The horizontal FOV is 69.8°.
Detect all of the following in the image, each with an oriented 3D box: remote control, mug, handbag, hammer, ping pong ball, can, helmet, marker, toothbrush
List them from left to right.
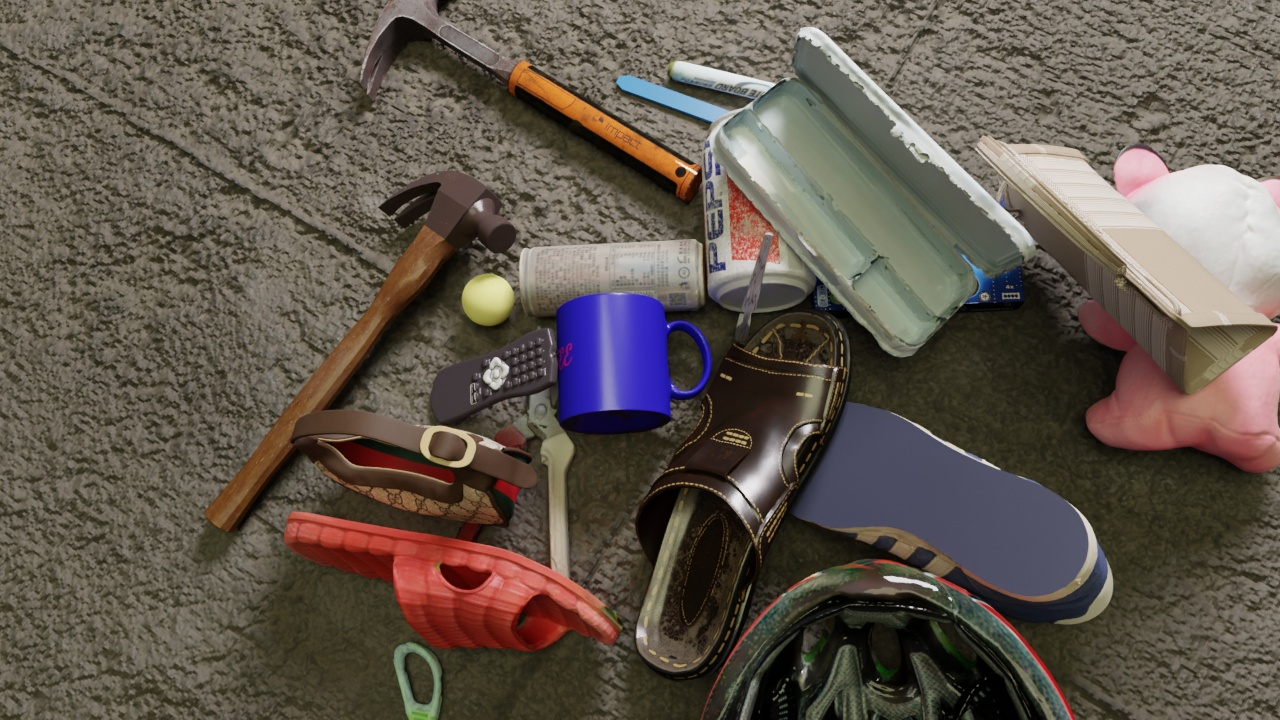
[{"bbox_3d":[-0.221,-0.008,0.699,0.115,0.033,0.323,35,86,35],"label":"hammer"},{"bbox_3d":[-0.153,0.067,0.618,0.167,0.138,0.063,6,73,29],"label":"handbag"},{"bbox_3d":[-0.117,-0.046,0.705,0.040,0.040,0.040,-2,74,6],"label":"ping pong ball"},{"bbox_3d":[-0.111,0.013,0.673,0.125,0.009,0.046,-20,65,31],"label":"remote control"},{"bbox_3d":[-0.090,-0.211,0.751,0.314,0.035,0.137,34,81,14],"label":"hammer"},{"bbox_3d":[-0.020,-0.062,0.690,0.136,0.054,0.054,-2,74,7],"label":"can"},{"bbox_3d":[-0.004,0.004,0.660,0.111,0.079,0.083,-1,74,-7],"label":"mug"},{"bbox_3d":[0.055,-0.202,0.741,0.167,0.014,0.016,24,78,13],"label":"toothbrush"},{"bbox_3d":[0.075,-0.048,0.608,0.010,0.182,0.010,7,72,3],"label":"toothbrush"},{"bbox_3d":[0.093,-0.219,0.740,0.146,0.017,0.017,17,77,12],"label":"marker"},{"bbox_3d":[0.086,-0.110,0.678,0.078,0.078,0.136,-3,74,6],"label":"can"},{"bbox_3d":[0.141,0.251,0.522,0.218,0.167,0.271,-3,79,18],"label":"helmet"},{"bbox_3d":[0.259,-0.079,0.538,0.062,0.197,0.175,-48,50,25],"label":"handbag"}]

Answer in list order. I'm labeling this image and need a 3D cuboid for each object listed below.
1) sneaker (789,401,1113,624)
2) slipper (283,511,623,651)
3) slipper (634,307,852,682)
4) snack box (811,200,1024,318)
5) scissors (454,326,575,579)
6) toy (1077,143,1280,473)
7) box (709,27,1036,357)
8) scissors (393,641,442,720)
[{"bbox_3d":[0.201,0.102,0.616,0.233,0.118,0.091,16,79,46],"label":"sneaker"},{"bbox_3d":[-0.136,0.159,0.619,0.249,0.104,0.059,12,62,12],"label":"slipper"},{"bbox_3d":[0.058,0.081,0.613,0.113,0.075,0.267,18,81,42],"label":"slipper"},{"bbox_3d":[0.202,-0.075,0.681,0.150,0.027,0.082,-3,75,5],"label":"snack box"},{"bbox_3d":[-0.082,0.078,0.679,0.187,0.015,0.179,-34,72,-4],"label":"scissors"},{"bbox_3d":[0.379,-0.038,0.620,0.142,0.084,0.213,11,79,9],"label":"toy"},{"bbox_3d":[0.158,-0.121,0.594,0.215,0.125,0.106,47,64,1],"label":"box"},{"bbox_3d":[-0.149,0.277,0.632,0.171,0.023,0.167,9,70,7],"label":"scissors"}]
